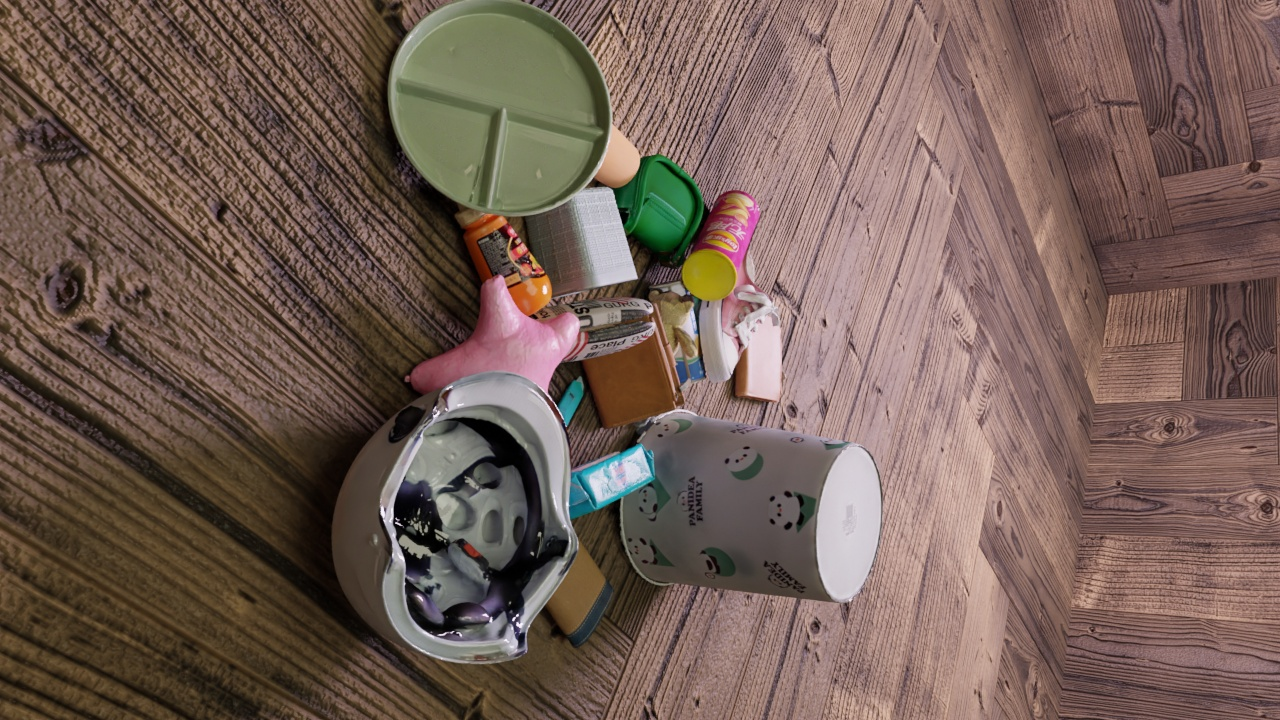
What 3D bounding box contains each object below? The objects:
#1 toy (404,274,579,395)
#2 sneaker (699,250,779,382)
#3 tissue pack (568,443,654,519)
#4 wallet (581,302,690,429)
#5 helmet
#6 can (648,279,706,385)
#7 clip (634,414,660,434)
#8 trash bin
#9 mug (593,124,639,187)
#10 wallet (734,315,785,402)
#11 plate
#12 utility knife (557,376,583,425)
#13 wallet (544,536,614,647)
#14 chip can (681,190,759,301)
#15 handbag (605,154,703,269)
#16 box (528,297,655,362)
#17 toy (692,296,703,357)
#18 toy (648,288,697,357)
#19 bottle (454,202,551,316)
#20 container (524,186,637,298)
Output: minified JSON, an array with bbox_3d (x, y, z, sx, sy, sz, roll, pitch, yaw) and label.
[{"bbox_3d":[-0.148,0.010,0.926,0.178,0.075,0.195,1,105,-30],"label":"toy"},{"bbox_3d":[0.140,-0.069,1.263,0.240,0.088,0.118,-72,152,-42],"label":"sneaker"},{"bbox_3d":[-0.051,0.138,1.028,0.133,0.093,0.050,-18,84,-51],"label":"tissue pack"},{"bbox_3d":[-0.007,0.006,1.094,0.035,0.119,0.131,-108,-179,-77],"label":"wallet"},{"bbox_3d":[-0.177,0.139,0.831,0.229,0.146,0.258,47,45,-39],"label":"helmet"},{"bbox_3d":[0.048,-0.037,1.205,0.053,0.053,0.134,-22,103,-50],"label":"can"},{"bbox_3d":[0.012,0.072,1.171,0.057,0.026,0.038,-49,130,-42],"label":"clip"},{"bbox_3d":[0.142,0.182,1.121,0.229,0.252,0.229,-5,96,-52],"label":"trash bin"},{"bbox_3d":[-0.058,-0.256,1.088,0.122,0.078,0.078,27,65,-53],"label":"mug"},{"bbox_3d":[0.179,-0.006,1.384,0.107,0.031,0.131,10,78,-47],"label":"wallet"},{"bbox_3d":[-0.141,-0.257,0.938,0.230,0.027,0.230,2,84,-21],"label":"plate"},{"bbox_3d":[-0.099,0.079,1.041,0.029,0.013,0.157,54,48,-34],"label":"utility knife"},{"bbox_3d":[-0.080,0.251,1.031,0.115,0.033,0.090,61,42,-25],"label":"wallet"},{"bbox_3d":[0.113,-0.161,1.245,0.071,0.072,0.210,64,28,-24],"label":"chip can"},{"bbox_3d":[0.017,-0.191,1.174,0.131,0.068,0.120,27,66,-46],"label":"handbag"},{"bbox_3d":[-0.059,-0.023,1.020,0.163,0.075,0.082,-10,105,-24],"label":"box"},{"bbox_3d":[0.079,-0.044,1.267,0.096,0.030,0.092,-7,96,-59],"label":"toy"},{"bbox_3d":[0.024,-0.010,1.145,0.066,0.105,0.157,9,96,-63],"label":"toy"},{"bbox_3d":[-0.151,-0.116,0.965,0.066,0.067,0.149,-45,113,-44],"label":"bottle"},{"bbox_3d":[-0.070,-0.134,1.043,0.090,0.090,0.111,-18,97,-51],"label":"container"}]
